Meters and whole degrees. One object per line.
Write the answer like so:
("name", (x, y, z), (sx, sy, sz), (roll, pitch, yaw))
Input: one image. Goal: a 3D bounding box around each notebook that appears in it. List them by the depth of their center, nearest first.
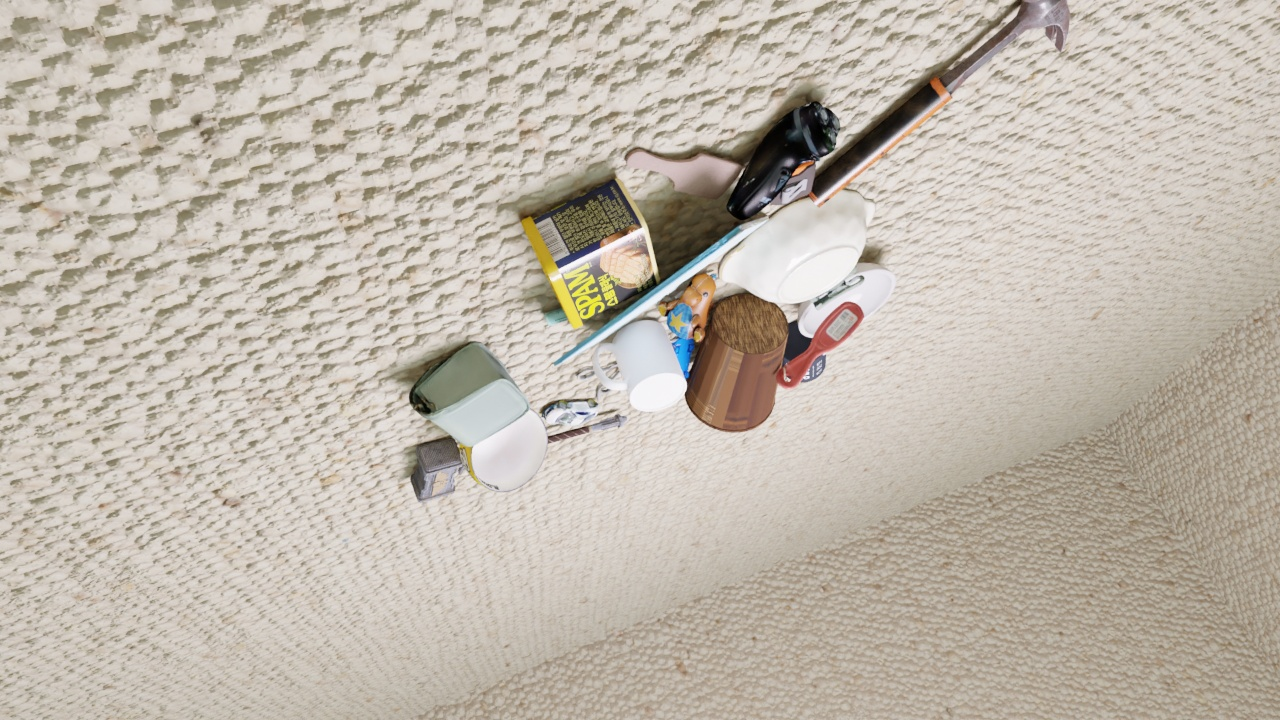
("notebook", (0.028, -0.080, 1.027), (0.254, 0.009, 0.180), (-35, -179, 20))

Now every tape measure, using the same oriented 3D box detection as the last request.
("tape measure", (0.158, -0.193, 0.983), (0.058, 0.038, 0.058), (-22, 155, -9))

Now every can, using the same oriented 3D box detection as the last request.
("can", (-0.046, -0.106, 0.921), (0.104, 0.075, 0.135), (-27, 156, -4))

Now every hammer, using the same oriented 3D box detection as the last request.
("hammer", (0.309, -0.271, 0.978), (0.315, 0.035, 0.137), (-39, 152, 29))
("hammer", (-0.161, 0.121, 1.302), (0.321, 0.044, 0.099), (-14, 153, -27))

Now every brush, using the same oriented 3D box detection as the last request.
("brush", (0.039, -0.191, 0.908), (0.135, 0.015, 0.050), (5, 141, -39))
("brush", (0.240, -0.017, 1.240), (0.172, 0.041, 0.030), (-43, 169, -22))

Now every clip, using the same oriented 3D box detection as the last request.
("clip", (0.256, -0.097, 1.206), (0.076, 0.023, 0.042), (-33, 119, 19))

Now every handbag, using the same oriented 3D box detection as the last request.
("handbag", (-0.200, 0.042, 1.074), (0.106, 0.067, 0.122), (-35, 156, -1))

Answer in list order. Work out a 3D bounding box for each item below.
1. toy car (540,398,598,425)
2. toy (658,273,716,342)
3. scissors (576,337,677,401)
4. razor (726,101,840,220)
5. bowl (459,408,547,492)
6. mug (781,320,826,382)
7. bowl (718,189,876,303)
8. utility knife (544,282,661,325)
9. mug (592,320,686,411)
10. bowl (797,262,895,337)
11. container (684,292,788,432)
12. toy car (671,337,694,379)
("toy car", (-0.097, 0.075, 1.289), (0.089, 0.027, 0.039), (-1, 148, -42))
("toy", (0.076, -0.074, 1.149), (0.102, 0.070, 0.090), (-32, 155, -49))
("scissors", (-0.020, 0.010, 1.249), (0.141, 0.014, 0.158), (-16, 155, -12))
("razor", (0.144, -0.195, 0.925), (0.053, 0.063, 0.141), (11, 127, -46))
("bowl", (-0.186, 0.106, 1.193), (0.117, 0.068, 0.117), (-13, 111, -38))
("mug", (0.227, -0.013, 1.385), (0.105, 0.071, 0.077), (-1, 158, 11))
("bowl", (0.207, -0.127, 1.137), (0.219, 0.060, 0.189), (-20, 155, -10))
("utility knife", (-0.037, -0.072, 1.073), (0.165, 0.015, 0.022), (-19, 154, -21))
("mug", (-0.007, 0.007, 1.150), (0.110, 0.090, 0.074), (0, 138, -22))
("bowl", (0.282, -0.093, 1.291), (0.149, 0.043, 0.150), (-19, 151, -11))
("container", (0.134, -0.001, 1.250), (0.132, 0.132, 0.168), (-18, 149, -17))
("toy car", (0.041, -0.001, 1.287), (0.033, 0.062, 0.092), (-8, 121, -31))
